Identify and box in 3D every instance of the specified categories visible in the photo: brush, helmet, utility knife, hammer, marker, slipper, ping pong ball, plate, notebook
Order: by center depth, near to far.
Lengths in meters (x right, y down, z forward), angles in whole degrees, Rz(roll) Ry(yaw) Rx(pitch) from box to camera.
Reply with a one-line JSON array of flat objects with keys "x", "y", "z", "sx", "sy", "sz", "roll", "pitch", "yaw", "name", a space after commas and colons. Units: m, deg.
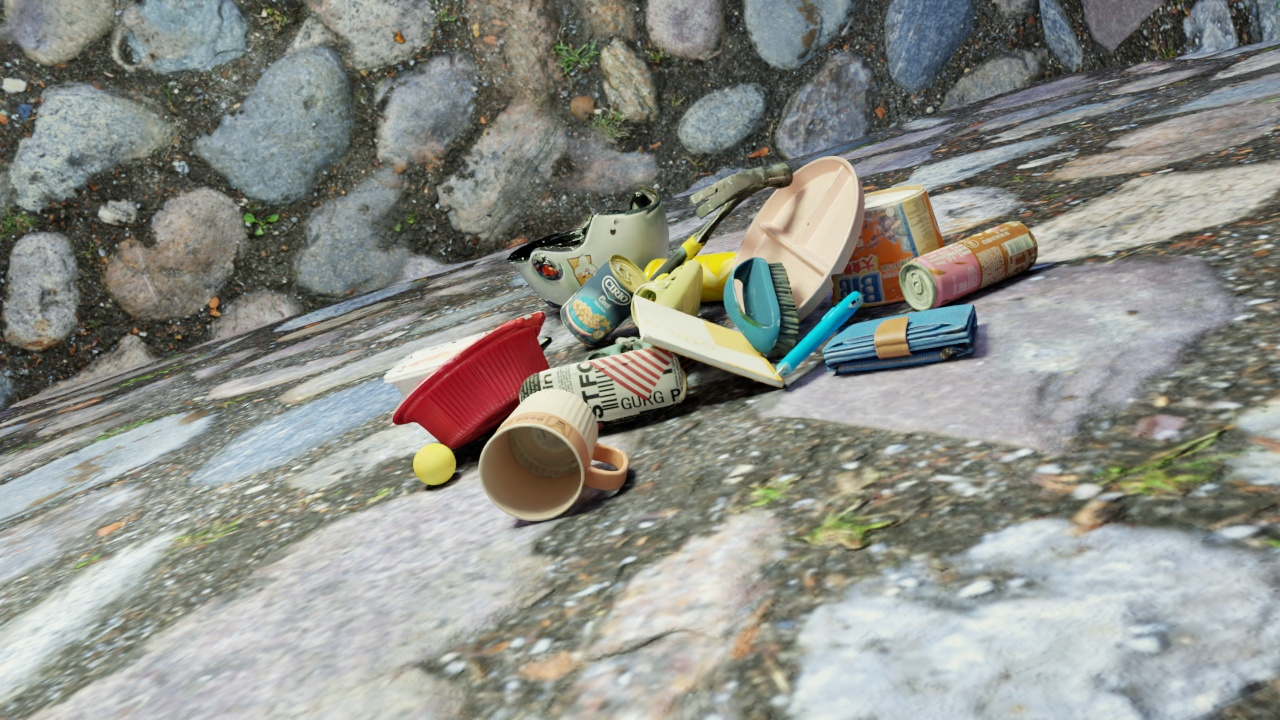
[{"x": -0.200, "y": 0.101, "z": 0.889, "sx": 0.040, "sy": 0.040, "sz": 0.040, "roll": -16, "pitch": 14, "yaw": 4, "name": "ping pong ball"}, {"x": 0.171, "y": -0.022, "z": 0.901, "sx": 0.159, "sy": 0.018, "sz": 0.034, "roll": -39, "pitch": -3, "yaw": -39, "name": "utility knife"}, {"x": 0.064, "y": -0.023, "z": 0.962, "sx": 0.146, "sy": 0.010, "sz": 0.206, "roll": 19, "pitch": 12, "yaw": -6, "name": "notebook"}, {"x": 0.127, "y": -0.063, "z": 0.996, "sx": 0.073, "sy": 0.055, "sz": 0.143, "roll": 12, "pitch": 40, "yaw": -14, "name": "brush"}, {"x": 0.182, "y": -0.131, "z": 1.078, "sx": 0.028, "sy": 0.229, "sz": 0.230, "roll": 25, "pitch": -2, "yaw": -23, "name": "plate"}, {"x": 0.029, "y": -0.074, "z": 1.162, "sx": 0.081, "sy": 0.092, "sz": 0.190, "roll": 14, "pitch": 26, "yaw": 10, "name": "slipper"}, {"x": 0.066, "y": -0.151, "z": 1.208, "sx": 0.125, "sy": 0.032, "sz": 0.324, "roll": -18, "pitch": -15, "yaw": -33, "name": "hammer"}, {"x": -0.152, "y": -0.016, "z": 1.334, "sx": 0.018, "sy": 0.015, "sz": 0.124, "roll": -12, "pitch": 12, "yaw": 15, "name": "marker"}, {"x": -0.067, "y": -0.160, "z": 1.494, "sx": 0.275, "sy": 0.157, "sz": 0.229, "roll": -22, "pitch": 13, "yaw": 26, "name": "helmet"}]

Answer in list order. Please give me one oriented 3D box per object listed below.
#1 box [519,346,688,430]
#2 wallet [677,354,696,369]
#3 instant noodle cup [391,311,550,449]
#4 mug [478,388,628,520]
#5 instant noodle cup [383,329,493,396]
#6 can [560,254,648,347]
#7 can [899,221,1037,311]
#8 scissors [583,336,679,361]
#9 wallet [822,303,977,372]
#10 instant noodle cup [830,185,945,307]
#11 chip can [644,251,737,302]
[{"x": -0.033, "y": 0.033, "z": 0.915, "sx": 0.163, "sy": 0.076, "sz": 0.087, "roll": -15, "pitch": 0, "yaw": 7, "name": "box"}, {"x": -0.006, "y": 0.006, "z": 1.047, "sx": 0.132, "sy": 0.031, "sz": 0.107, "roll": -8, "pitch": 13, "yaw": 30, "name": "wallet"}, {"x": -0.163, "y": 0.030, "z": 0.964, "sx": 0.193, "sy": 0.066, "sz": 0.194, "roll": -37, "pitch": -6, "yaw": -4, "name": "instant noodle cup"}, {"x": -0.066, "y": 0.078, "z": 0.768, "sx": 0.114, "sy": 0.082, "sz": 0.105, "roll": 12, "pitch": 16, "yaw": 3, "name": "mug"}, {"x": -0.243, "y": 0.011, "z": 1.240, "sx": 0.173, "sy": 0.060, "sz": 0.137, "roll": -13, "pitch": 15, "yaw": 8, "name": "instant noodle cup"}, {"x": -0.048, "y": -0.080, "z": 1.246, "sx": 0.111, "sy": 0.075, "sz": 0.075, "roll": -43, "pitch": 2, "yaw": 26, "name": "can"}, {"x": 0.355, "y": -0.103, "z": 0.992, "sx": 0.147, "sy": 0.058, "sz": 0.058, "roll": -21, "pitch": 15, "yaw": -18, "name": "can"}, {"x": 0.009, "y": -0.016, "z": 1.015, "sx": 0.130, "sy": 0.019, "sz": 0.185, "roll": -8, "pitch": 12, "yaw": 17, "name": "scissors"}, {"x": 0.245, "y": -0.023, "z": 0.865, "sx": 0.133, "sy": 0.040, "sz": 0.106, "roll": -11, "pitch": 11, "yaw": 27, "name": "wallet"}, {"x": 0.290, "y": -0.139, "z": 1.096, "sx": 0.151, "sy": 0.111, "sz": 0.151, "roll": -15, "pitch": 14, "yaw": 4, "name": "instant noodle cup"}, {"x": 0.100, "y": -0.118, "z": 1.315, "sx": 0.071, "sy": 0.072, "sz": 0.214, "roll": -29, "pitch": 19, "yaw": -39, "name": "chip can"}]
